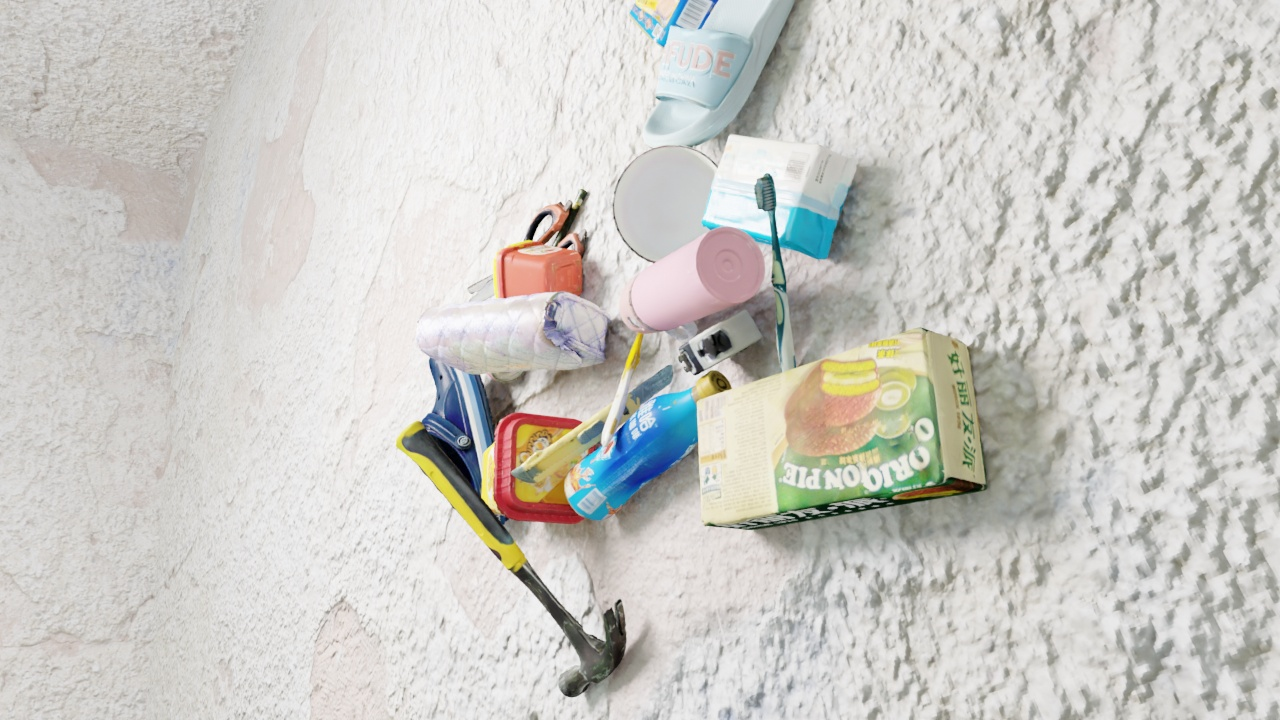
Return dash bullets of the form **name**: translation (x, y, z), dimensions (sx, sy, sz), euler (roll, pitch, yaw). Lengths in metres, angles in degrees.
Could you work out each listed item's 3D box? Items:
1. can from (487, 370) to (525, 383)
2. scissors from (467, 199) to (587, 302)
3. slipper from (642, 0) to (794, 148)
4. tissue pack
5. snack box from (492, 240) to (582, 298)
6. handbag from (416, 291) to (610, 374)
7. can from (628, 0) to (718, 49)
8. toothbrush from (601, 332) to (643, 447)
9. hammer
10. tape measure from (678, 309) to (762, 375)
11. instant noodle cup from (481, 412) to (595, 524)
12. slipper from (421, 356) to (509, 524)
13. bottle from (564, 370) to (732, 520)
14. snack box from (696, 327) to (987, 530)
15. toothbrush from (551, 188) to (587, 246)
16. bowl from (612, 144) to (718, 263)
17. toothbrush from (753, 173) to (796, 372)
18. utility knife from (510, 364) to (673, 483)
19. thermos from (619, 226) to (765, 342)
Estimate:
- **can**: translation (-0.201, -0.023, 1.199), dimensions (0.147, 0.057, 0.058), euler (36, 107, 50)
- **scissors**: translation (-0.153, -0.133, 1.173), dimensions (0.205, 0.015, 0.197), euler (25, 104, 38)
- **slipper**: translation (0.076, -0.317, 0.907), dimensions (0.104, 0.074, 0.245), euler (38, 100, 50)
- **tissue pack**: translation (0.122, -0.145, 0.817), dimensions (0.140, 0.063, 0.090), euler (22, 96, 46)
- **snack box**: translation (-0.118, -0.097, 1.079), dimensions (0.080, 0.091, 0.082), euler (8, 109, 27)
- **handbag**: translation (-0.138, -0.027, 1.029), dimensions (0.194, 0.134, 0.075), euler (-5, 72, 33)
- **can**: translation (0.039, -0.393, 1.009), dimensions (0.083, 0.057, 0.102), euler (-57, 41, 28)
- **toothbrush**: translation (-0.005, 0.005, 0.925), dimensions (0.016, 0.018, 0.191), euler (-28, 37, 53)
- **hammer**: translation (-0.134, 0.190, 0.931), dimensions (0.323, 0.031, 0.126), euler (49, 125, 7)
- **tape measure**: translation (0.076, -0.018, 0.836), dimensions (0.066, 0.065, 0.033), euler (-32, 88, 45)
- **instant noodle cup**: translation (-0.121, 0.127, 1.018), dimensions (0.124, 0.116, 0.116), euler (-29, 57, 57)
- **slipper**: translation (-0.229, 0.099, 1.150), dimensions (0.105, 0.095, 0.252), euler (108, 145, -53)
- **bottle**: translation (0.007, 0.081, 0.896), dimensions (0.219, 0.065, 0.065), euler (-44, 48, 35)
- **snack box**: translation (0.146, 0.063, 0.727), dimensions (0.241, 0.063, 0.114), euler (-23, 62, 46)
- **toothbrush**: translation (-0.114, -0.135, 1.158), dimensions (0.017, 0.012, 0.186), euler (44, 114, 34)
- **bowl**: translation (0.034, -0.153, 0.916), dimensions (0.066, 0.116, 0.116), euler (-45, -23, -80)
- **toothbrush**: translation (0.115, -0.062, 0.776), dimensions (0.016, 0.018, 0.192), euler (13, 118, 52)
- **utility knife**: translation (-0.045, 0.067, 0.939), dimensions (0.198, 0.031, 0.021), euler (-37, 22, -2)
- **thermos**: translation (0.045, -0.059, 0.843), dimensions (0.067, 0.087, 0.199), euler (-52, 11, -21)
